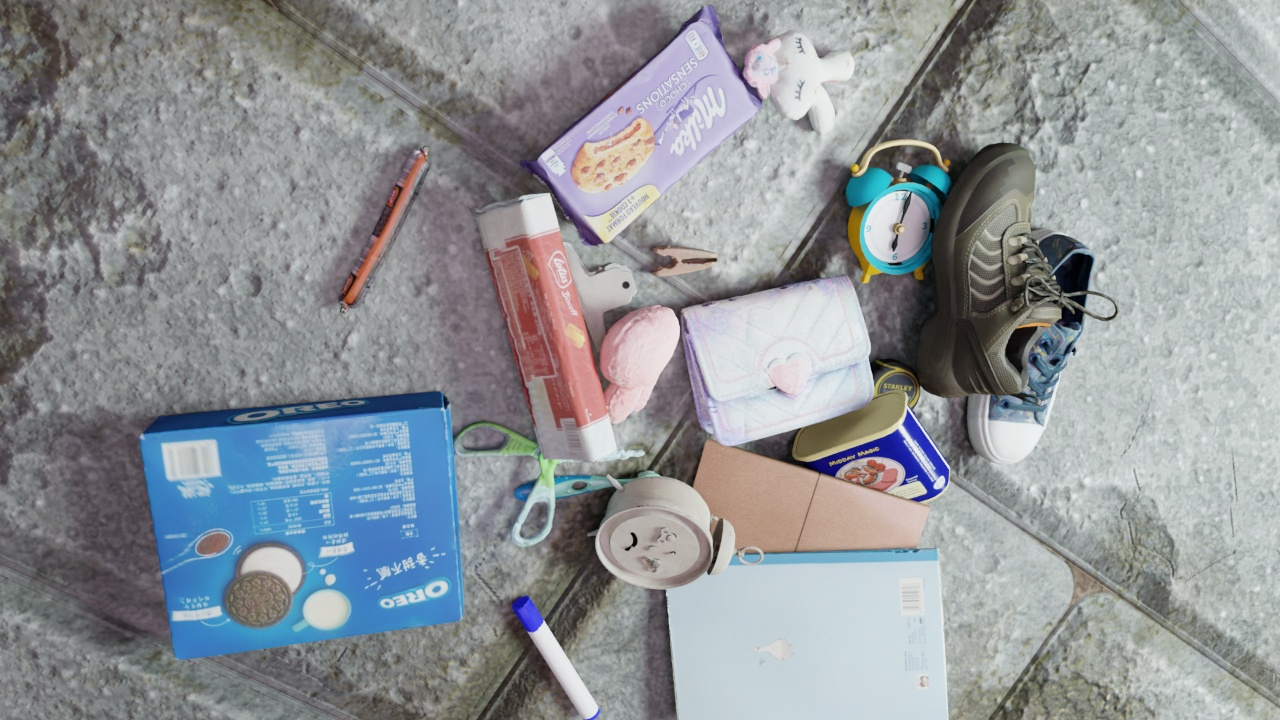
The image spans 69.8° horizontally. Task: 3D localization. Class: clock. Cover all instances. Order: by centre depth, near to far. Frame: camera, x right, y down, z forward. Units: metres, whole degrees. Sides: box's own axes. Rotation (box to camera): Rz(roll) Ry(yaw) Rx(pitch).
[{"bbox_3d":[0.035,0.156,0.831,0.157,0.061,0.104,15,126,-3],"label":"clock"},{"bbox_3d":[0.235,-0.136,0.840,0.099,0.043,0.130,-5,110,-12],"label":"clock"}]

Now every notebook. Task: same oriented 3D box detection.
[{"bbox_3d":[0.143,0.168,0.854,0.209,0.008,0.141,16,102,7],"label":"notebook"},{"bbox_3d":[0.153,0.264,0.857,0.254,0.009,0.181,-3,98,11],"label":"notebook"}]

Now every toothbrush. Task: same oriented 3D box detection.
[{"bbox_3d":[-0.048,0.114,0.842,0.135,0.017,0.022,-6,105,-8],"label":"toothbrush"}]

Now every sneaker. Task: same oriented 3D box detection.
[{"bbox_3d":[0.335,-0.070,0.808,0.100,0.143,0.238,-2,104,-45],"label":"sneaker"},{"bbox_3d":[0.386,-0.007,0.881,0.087,0.079,0.235,8,100,-14],"label":"sneaker"}]

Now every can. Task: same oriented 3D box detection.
[{"bbox_3d":[0.216,0.092,0.853,0.116,0.056,0.092,-25,114,34],"label":"can"}]

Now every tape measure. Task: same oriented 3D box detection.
[{"bbox_3d":[0.235,0.029,0.878,0.061,0.034,0.061,10,102,-15],"label":"tape measure"}]

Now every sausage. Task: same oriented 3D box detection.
[{"bbox_3d":[-0.209,-0.107,0.755,0.020,0.020,0.155,26,95,-17],"label":"sausage"}]

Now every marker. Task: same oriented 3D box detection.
[{"bbox_3d":[-0.079,0.284,0.868,0.020,0.020,0.141,-30,107,-6],"label":"marker"}]

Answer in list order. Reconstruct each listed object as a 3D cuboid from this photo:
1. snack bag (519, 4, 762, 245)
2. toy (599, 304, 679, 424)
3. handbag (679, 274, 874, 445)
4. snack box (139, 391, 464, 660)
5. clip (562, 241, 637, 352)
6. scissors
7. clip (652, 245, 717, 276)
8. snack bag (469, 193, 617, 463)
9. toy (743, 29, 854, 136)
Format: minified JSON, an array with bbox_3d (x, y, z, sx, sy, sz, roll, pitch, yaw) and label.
[{"bbox_3d":[0.005,-0.193,0.766,0.205,0.058,0.096,-41,112,-5],"label":"snack bag"},{"bbox_3d":[-0.005,0.005,0.792,0.053,0.108,0.105,22,114,16],"label":"toy"},{"bbox_3d":[0.123,-0.002,0.830,0.158,0.069,0.126,-14,103,-7],"label":"handbag"},{"bbox_3d":[-0.274,0.136,0.773,0.238,0.056,0.196,-5,103,-13],"label":"snack box"},{"bbox_3d":[-0.031,-0.064,0.809,0.055,0.045,0.102,-21,107,-1],"label":"clip"},{"bbox_3d":[-0.081,0.089,0.822,0.171,0.023,0.172,3,87,-6],"label":"scissors"},{"bbox_3d":[0.037,-0.086,0.814,0.059,0.026,0.052,34,95,-16],"label":"clip"},{"bbox_3d":[-0.079,-0.025,0.763,0.041,0.078,0.225,-20,101,-40],"label":"snack bag"},{"bbox_3d":[0.134,-0.240,0.782,0.122,0.038,0.079,3,95,-37],"label":"toy"}]
